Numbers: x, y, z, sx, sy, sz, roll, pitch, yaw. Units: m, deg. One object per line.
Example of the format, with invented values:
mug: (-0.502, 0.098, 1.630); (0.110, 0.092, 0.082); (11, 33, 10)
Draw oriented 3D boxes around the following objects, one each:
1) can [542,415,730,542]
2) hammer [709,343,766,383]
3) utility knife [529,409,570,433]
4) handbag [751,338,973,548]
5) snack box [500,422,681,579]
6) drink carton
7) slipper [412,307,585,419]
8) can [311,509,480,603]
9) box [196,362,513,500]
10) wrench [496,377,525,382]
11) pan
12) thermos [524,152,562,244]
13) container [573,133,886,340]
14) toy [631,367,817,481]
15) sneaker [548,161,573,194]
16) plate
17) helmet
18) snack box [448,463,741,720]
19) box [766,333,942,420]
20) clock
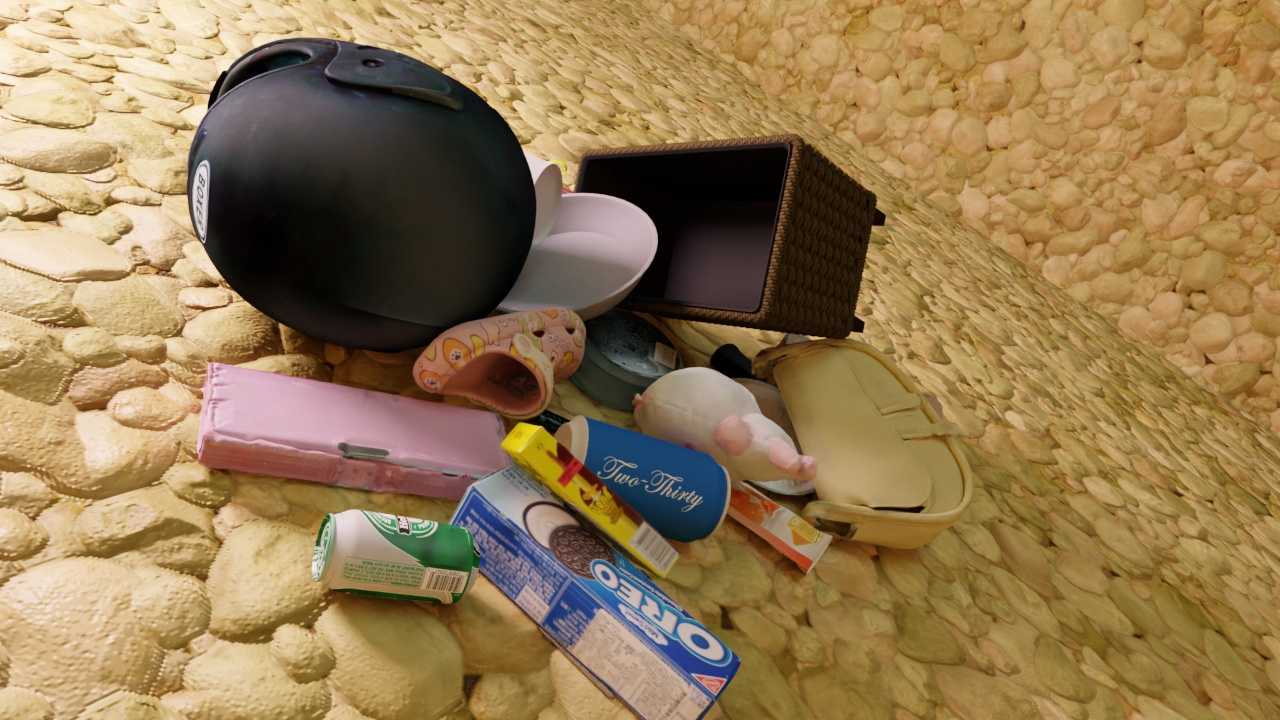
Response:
can: (-0.004, 0.102, 0.774); (0.146, 0.079, 0.078); (19, 30, -21)
hammer: (0.213, 0.081, 1.072); (0.312, 0.035, 0.139); (39, 30, 17)
utility knife: (-0.059, 0.067, 0.844); (0.213, 0.020, 0.028); (28, 10, -2)
handbag: (0.230, 0.079, 0.954); (0.190, 0.089, 0.232); (-3, 60, -26)
snack box: (-0.037, 0.104, 0.685); (0.149, 0.025, 0.061); (44, -15, -16)
drink carton: (0.119, 0.149, 0.872); (0.122, 0.039, 0.069); (33, 28, 19)
slipper: (-0.105, 0.008, 0.795); (0.081, 0.093, 0.196); (55, 27, 16)
can: (-0.159, 0.130, 0.605); (0.101, 0.053, 0.053); (15, 31, -28)
box: (-0.209, 0.057, 0.698); (0.232, 0.037, 0.098); (14, 32, -28)
wrench: (-0.206, -0.043, 0.896); (0.273, 0.009, 0.047); (35, 28, 9)
pan: (-0.151, -0.122, 0.961); (0.357, 0.051, 0.200); (14, 48, 24)
thermos: (-0.196, -0.187, 0.926); (0.222, 0.132, 0.131); (18, 25, 14)
container: (0.093, -0.124, 1.012); (0.204, 0.176, 0.322); (12, -1, -43)
toy: (0.081, 0.069, 0.851); (0.180, 0.101, 0.139); (24, -10, 38)
sneaker: (-0.161, -0.194, 1.106); (0.241, 0.117, 0.091); (10, 62, -41)
plate: (0.134, 0.082, 0.982); (0.157, 0.014, 0.156); (17, 42, -16)
helmet: (-0.249, -0.138, 0.764); (0.316, 0.250, 0.235); (23, 32, 2)
snack box: (-0.037, 0.169, 0.655); (0.226, 0.060, 0.059); (38, 25, 16)
box: (0.254, 0.042, 1.082); (0.216, 0.063, 0.081); (25, 40, -6)
clock: (-0.006, 0.006, 0.954); (0.162, 0.060, 0.117); (26, 28, -10)
